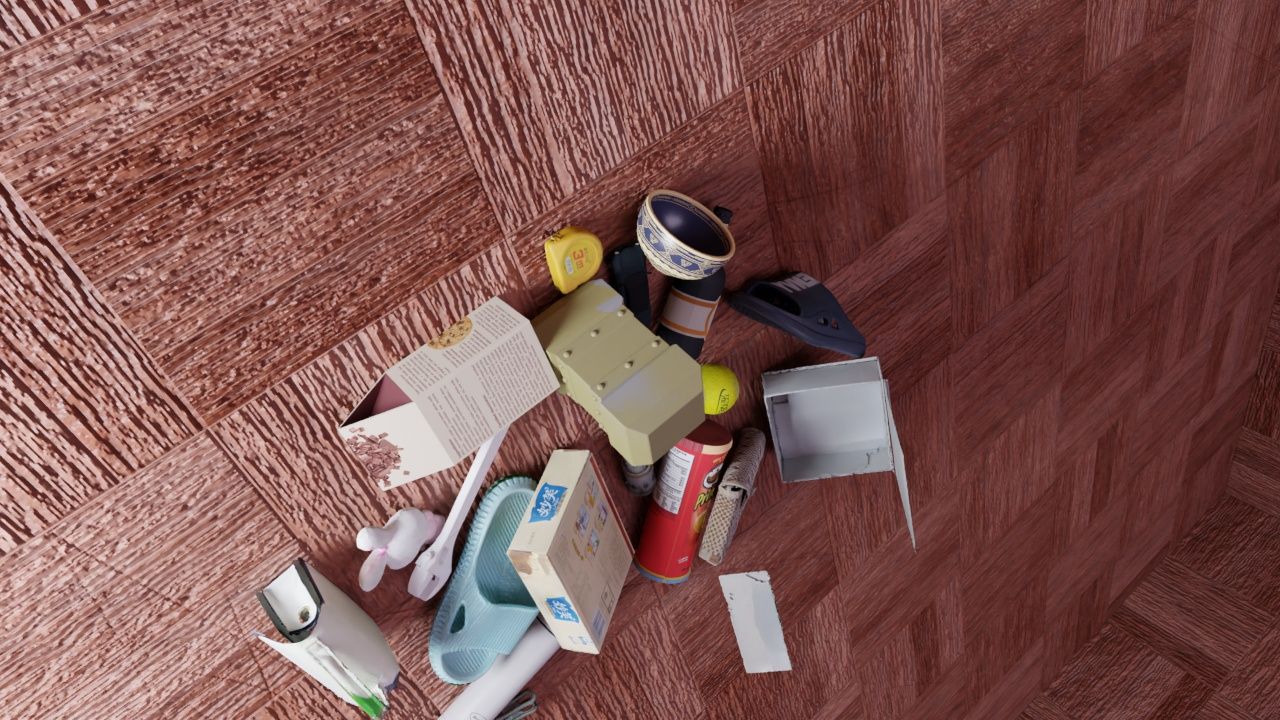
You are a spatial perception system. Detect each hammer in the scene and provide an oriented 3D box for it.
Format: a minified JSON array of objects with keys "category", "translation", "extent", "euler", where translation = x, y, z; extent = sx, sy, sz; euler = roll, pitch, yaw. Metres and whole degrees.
[{"category":"hammer","translation":[-0.014,0.075,1.065],"extent":[0.100,0.190,0.325],"euler":[-38,151,-17]}]

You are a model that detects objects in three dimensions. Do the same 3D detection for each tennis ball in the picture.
[{"category":"tennis ball","translation":[0.094,0.037,1.180],"extent":[0.065,0.065,0.065],"euler":[-21,127,-31]}]

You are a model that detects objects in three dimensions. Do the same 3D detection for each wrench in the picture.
[{"category":"wrench","translation":[-0.189,0.143,1.016],"extent":[0.273,0.018,0.066],"euler":[-64,164,3]}]

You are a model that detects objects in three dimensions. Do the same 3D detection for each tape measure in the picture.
[{"category":"tape measure","translation":[-0.071,-0.113,0.973],"extent":[0.058,0.030,0.068],"euler":[-33,134,-22]}]

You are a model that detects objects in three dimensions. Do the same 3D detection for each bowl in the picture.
[{"category":"bowl","translation":[0.041,-0.129,1.013],"extent":[0.112,0.112,0.061],"euler":[1,137,-41]}]

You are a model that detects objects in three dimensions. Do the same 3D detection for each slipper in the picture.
[{"category":"slipper","translation":[0.226,-0.065,1.205],"extent":[0.267,0.111,0.083],"euler":[15,101,-48]},{"category":"slipper","translation":[-0.170,0.267,1.075],"extent":[0.115,0.069,0.276],"euler":[10,102,-43]}]

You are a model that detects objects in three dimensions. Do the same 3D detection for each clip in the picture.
[{"category":"clip","translation":[-0.175,0.477,1.245],"extent":[0.075,0.023,0.043],"euler":[-22,129,-28]}]

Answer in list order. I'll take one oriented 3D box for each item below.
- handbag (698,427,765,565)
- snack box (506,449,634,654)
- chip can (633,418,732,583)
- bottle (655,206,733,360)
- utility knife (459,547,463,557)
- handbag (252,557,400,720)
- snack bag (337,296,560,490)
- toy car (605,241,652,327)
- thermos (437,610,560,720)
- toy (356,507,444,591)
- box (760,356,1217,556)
[{"category":"handbag","translation":[0.130,0.181,1.248],"extent":[0.185,0.047,0.124],"euler":[-50,156,-63]},{"category":"snack box","translation":[-0.077,0.230,1.104],"extent":[0.152,0.055,0.207],"euler":[-67,149,-41]},{"category":"chip can","translation":[0.054,0.185,1.221],"extent":[0.086,0.087,0.214],"euler":[-4,118,-39]},{"category":"bottle","translation":[0.069,-0.093,1.085],"extent":[0.059,0.059,0.182],"euler":[3,112,-42]},{"category":"utility knife","translation":[-0.206,0.304,1.119],"extent":[0.031,0.015,0.207],"euler":[-19,126,-35]},{"category":"handbag","translation":[-0.304,0.298,0.914],"extent":[0.074,0.176,0.151],"euler":[-41,135,-13]},{"category":"snack bag","translation":[-0.195,0.039,0.929],"extent":[0.206,0.070,0.094],"euler":[-37,134,-18]},{"category":"toy car","translation":[-0.010,-0.080,1.043],"extent":[0.046,0.034,0.112],"euler":[-27,129,-27]},{"category":"thermos","translation":[-0.165,0.397,1.183],"extent":[0.224,0.052,0.052],"euler":[-46,136,-9]},{"category":"toy","translation":[-0.258,0.193,0.987],"extent":[0.125,0.037,0.076],"euler":[-23,128,-57]},{"category":"box","translation":[0.404,0.121,1.160],"extent":[0.233,0.529,0.167],"euler":[-34,125,-25]}]
